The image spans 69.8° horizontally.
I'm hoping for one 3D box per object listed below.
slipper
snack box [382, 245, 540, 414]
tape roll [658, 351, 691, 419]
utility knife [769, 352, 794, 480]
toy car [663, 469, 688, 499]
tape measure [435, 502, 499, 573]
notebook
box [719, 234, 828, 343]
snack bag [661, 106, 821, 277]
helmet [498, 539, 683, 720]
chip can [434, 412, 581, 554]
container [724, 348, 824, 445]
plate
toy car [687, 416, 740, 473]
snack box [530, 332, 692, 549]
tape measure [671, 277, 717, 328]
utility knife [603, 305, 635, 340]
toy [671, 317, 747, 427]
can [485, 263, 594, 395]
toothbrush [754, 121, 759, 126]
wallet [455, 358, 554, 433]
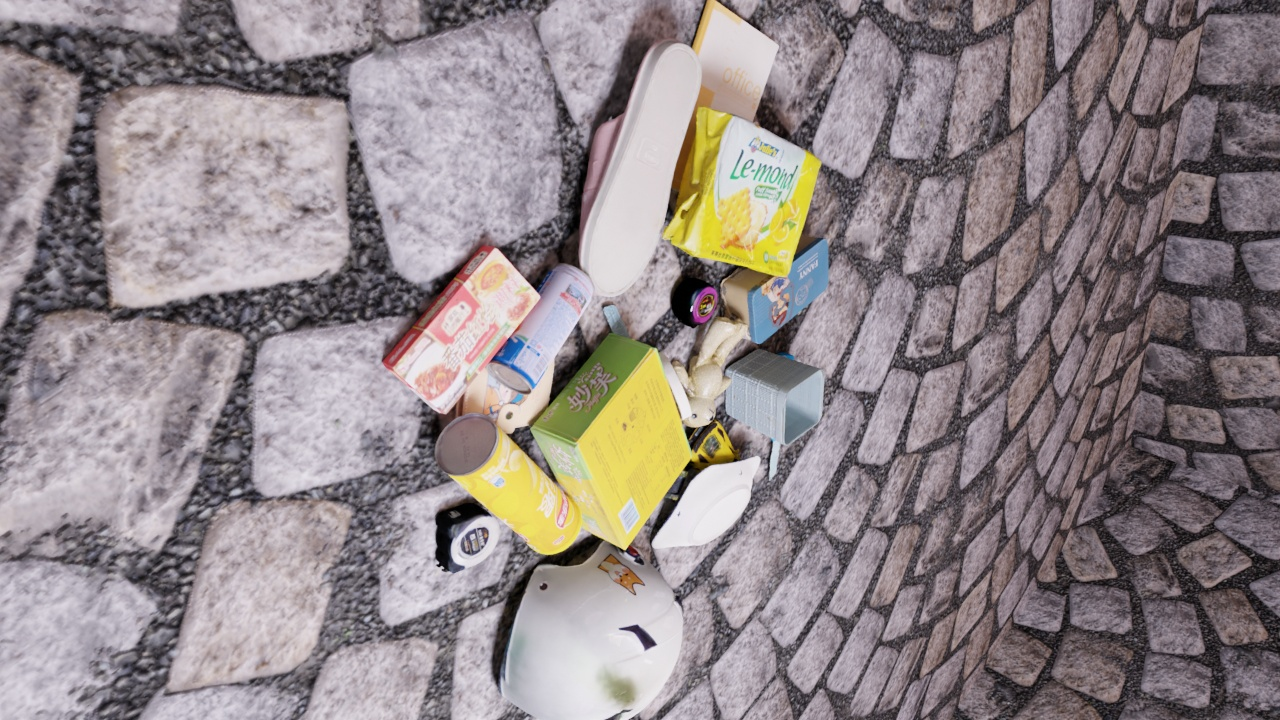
[{"bbox_3d":[-0.009,-0.200,0.962,0.114,0.054,0.275,2,111,-49],"label":"slipper"},{"bbox_3d":[-0.169,-0.030,0.879,0.152,0.025,0.075,-53,128,-16],"label":"snack box"},{"bbox_3d":[0.038,0.031,1.117,0.014,0.085,0.086,-25,132,-5],"label":"tape roll"},{"bbox_3d":[0.210,0.087,1.394,0.034,0.018,0.219,-23,124,-43],"label":"utility knife"},{"bbox_3d":[0.028,0.157,1.207,0.091,0.036,0.043,19,93,-51],"label":"toy car"},{"bbox_3d":[-0.185,0.187,0.980,0.065,0.033,0.066,-13,121,-42],"label":"tape measure"},{"bbox_3d":[0.088,-0.290,1.062,0.145,0.010,0.206,9,102,-51],"label":"notebook"},{"bbox_3d":[0.185,-0.104,1.233,0.183,0.062,0.090,-37,134,-29],"label":"box"},{"bbox_3d":[0.118,-0.189,1.073,0.246,0.068,0.158,5,103,-53],"label":"snack bag"},{"bbox_3d":[-0.037,0.356,1.141,0.273,0.157,0.230,5,106,-50],"label":"helmet"},{"bbox_3d":[-0.133,0.134,0.967,0.072,0.072,0.213,-53,145,-16],"label":"chip can"},{"bbox_3d":[0.181,0.045,1.264,0.090,0.111,0.090,-30,130,-36],"label":"container"},{"bbox_3d":[0.103,0.208,1.285,0.164,0.034,0.164,-4,131,-49],"label":"plate"},{"bbox_3d":[0.103,0.135,1.280,0.071,0.041,0.156,-50,141,-16],"label":"toy car"},{"bbox_3d":[-0.026,0.096,1.069,0.157,0.070,0.210,-51,142,-28],"label":"snack box"},{"bbox_3d":[0.065,-0.073,1.128,0.057,0.039,0.058,-43,141,-26],"label":"tape measure"},{"bbox_3d":[-0.007,0.006,1.111,0.030,0.022,0.216,-52,136,-26],"label":"utility knife"},{"bbox_3d":[0.091,0.016,1.181,0.105,0.066,0.157,9,108,-45],"label":"toy"},{"bbox_3d":[-0.099,-0.033,0.932,0.134,0.053,0.053,-59,142,-24],"label":"can"},{"bbox_3d":[0.137,-0.209,1.156,0.016,0.016,0.180,-29,129,-52],"label":"toothbrush"},{"bbox_3d":[-0.142,0.036,0.961,0.115,0.024,0.087,-10,112,-47],"label":"wallet"}]
